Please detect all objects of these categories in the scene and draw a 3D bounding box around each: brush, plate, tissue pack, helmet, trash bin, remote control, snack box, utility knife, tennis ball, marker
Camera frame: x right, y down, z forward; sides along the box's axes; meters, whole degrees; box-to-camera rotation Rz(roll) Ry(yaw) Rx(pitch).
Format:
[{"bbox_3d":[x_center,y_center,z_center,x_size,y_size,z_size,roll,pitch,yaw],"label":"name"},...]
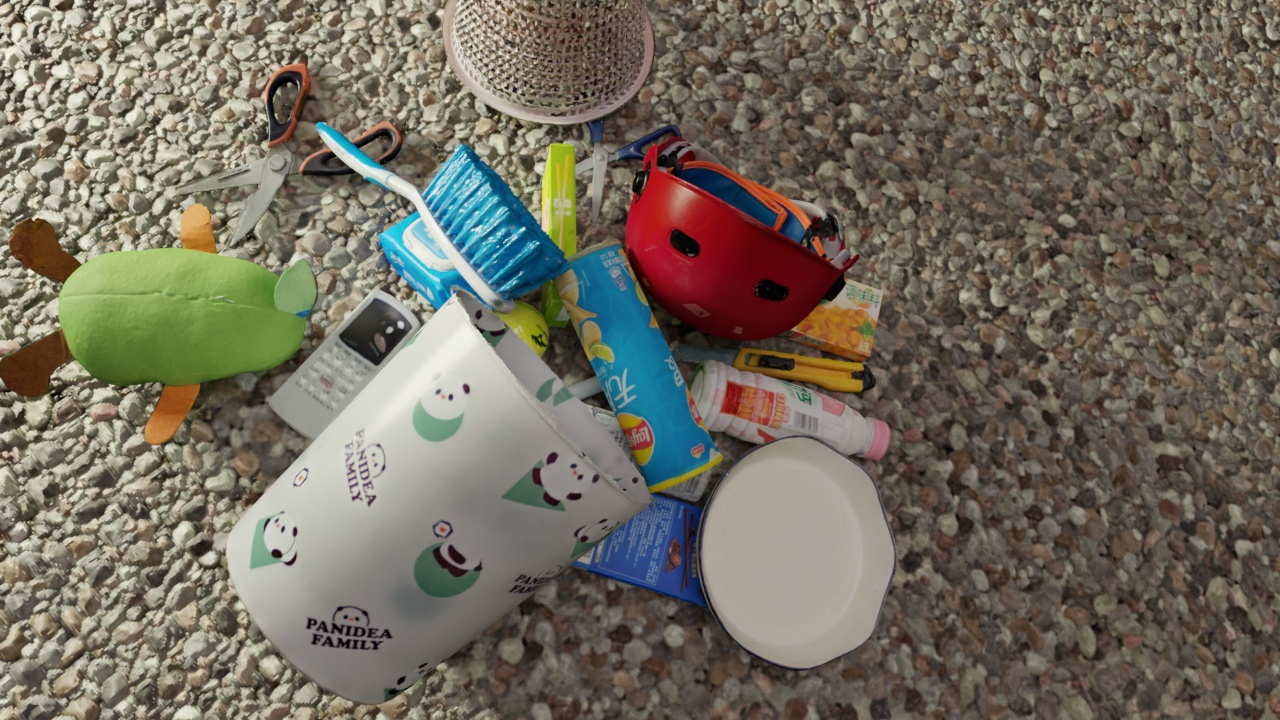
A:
[{"bbox_3d":[-0.187,-0.153,0.811,0.109,0.060,0.314,-45,64,13],"label":"brush"},{"bbox_3d":[0.138,0.174,0.841,0.204,0.046,0.204,4,80,-21],"label":"plate"},{"bbox_3d":[-0.170,-0.097,0.850,0.094,0.052,0.157,-37,55,-20],"label":"tissue pack"},{"bbox_3d":[0.074,-0.091,0.821,0.207,0.239,0.144,27,111,-2],"label":"helmet"},{"bbox_3d":[-0.156,0.108,0.707,0.252,0.229,0.229,-41,85,1],"label":"trash bin"},{"bbox_3d":[-0.269,0.002,0.842,0.058,0.021,0.149,37,71,1],"label":"remote control"},{"bbox_3d":[0.168,-0.058,0.944,0.156,0.027,0.077,18,71,-6],"label":"snack box"},{"bbox_3d":[0.135,0.006,0.925,0.219,0.015,0.033,7,70,-9],"label":"utility knife"},{"bbox_3d":[-0.118,-0.023,0.856,0.065,0.066,0.065,3,73,-11],"label":"tennis ball"},{"bbox_3d":[-0.079,-0.118,0.878,0.026,0.086,0.156,2,77,-12],"label":"snack box"},{"bbox_3d":[-0.047,0.026,0.880,0.130,0.022,0.018,-23,115,-18],"label":"marker"},{"bbox_3d":[-0.082,-0.378,0.894,0.227,0.192,0.227,3,69,-8],"label":"trash bin"},{"bbox_3d":[0.003,0.165,0.845,0.157,0.026,0.084,19,71,-6],"label":"snack box"}]

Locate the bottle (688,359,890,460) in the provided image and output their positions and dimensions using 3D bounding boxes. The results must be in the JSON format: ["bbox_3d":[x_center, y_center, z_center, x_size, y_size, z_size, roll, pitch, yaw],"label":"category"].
[{"bbox_3d":[0.144,0.054,0.888,0.197,0.068,0.068,15,71,-11],"label":"bottle"}]

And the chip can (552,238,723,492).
[{"bbox_3d":[-0.005,0.005,0.791,0.071,0.071,0.210,-24,88,-17],"label":"chip can"}]

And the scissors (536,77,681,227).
[{"bbox_3d":[-0.034,-0.222,0.961,0.162,0.012,0.175,-7,77,-12],"label":"scissors"}]

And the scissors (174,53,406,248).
[{"bbox_3d":[-0.336,-0.201,0.893,0.189,0.015,0.225,12,73,-8],"label":"scissors"}]

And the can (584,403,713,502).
[{"bbox_3d":[-0.007,0.084,0.850,0.146,0.058,0.058,18,71,-5],"label":"can"}]

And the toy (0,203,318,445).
[{"bbox_3d":[-0.408,-0.038,0.791,0.246,0.090,0.226,3,74,-14],"label":"toy"}]
